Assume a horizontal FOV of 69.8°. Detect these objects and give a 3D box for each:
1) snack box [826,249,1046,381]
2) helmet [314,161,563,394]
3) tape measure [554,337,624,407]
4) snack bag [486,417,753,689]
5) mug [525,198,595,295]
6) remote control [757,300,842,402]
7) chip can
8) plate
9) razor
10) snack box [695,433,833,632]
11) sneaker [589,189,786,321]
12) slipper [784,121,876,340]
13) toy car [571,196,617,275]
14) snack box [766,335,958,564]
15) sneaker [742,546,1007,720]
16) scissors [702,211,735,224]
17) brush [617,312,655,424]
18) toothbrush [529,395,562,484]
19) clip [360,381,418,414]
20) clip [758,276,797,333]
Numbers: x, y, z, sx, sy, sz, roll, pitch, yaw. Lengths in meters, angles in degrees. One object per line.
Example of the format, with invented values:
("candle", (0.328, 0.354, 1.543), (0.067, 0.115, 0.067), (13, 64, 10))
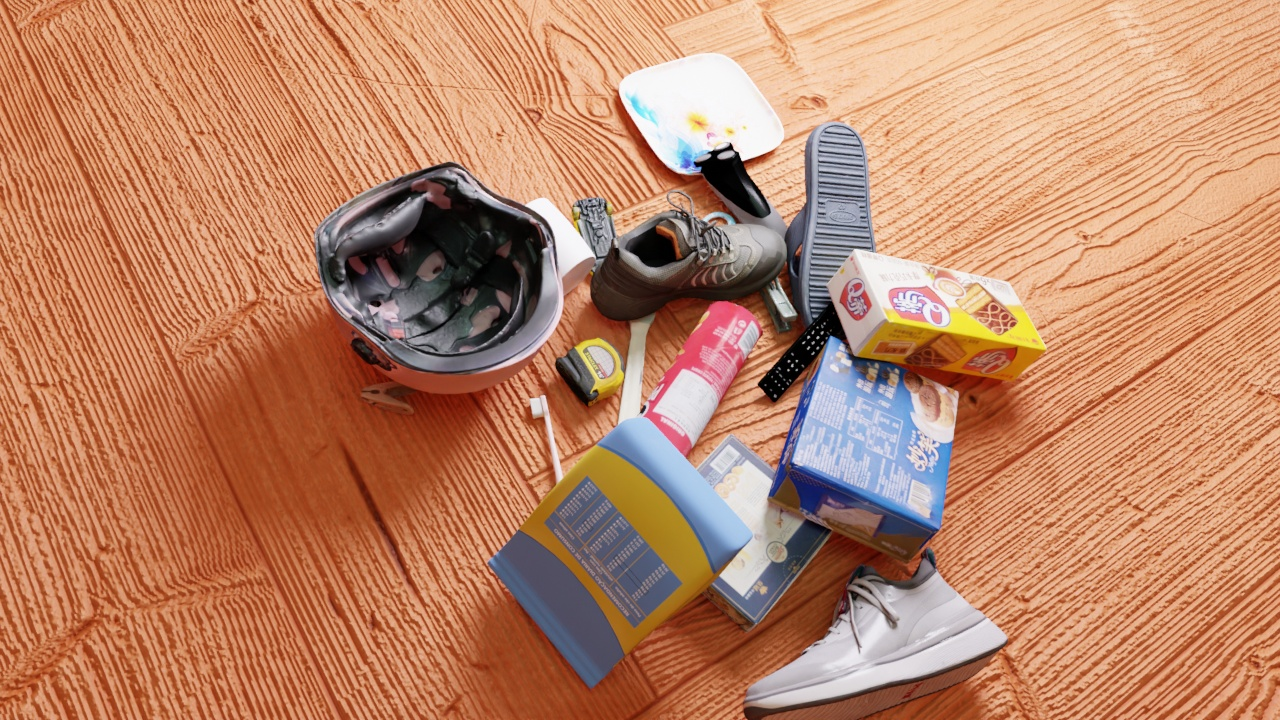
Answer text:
("snack box", (0.332, -0.048, 1.031), (0.230, 0.062, 0.110), (8, 48, -23))
("helmet", (-0.203, -0.063, 0.942), (0.255, 0.153, 0.229), (36, 55, 12))
("tape measure", (-0.049, 0.011, 0.993), (0.064, 0.037, 0.065), (-34, 72, -23))
("snack bag", (-0.024, 0.175, 0.838), (0.205, 0.102, 0.159), (-45, 77, 10))
("mug", (-0.116, -0.112, 1.037), (0.114, 0.081, 0.087), (-45, 81, 5))
("remote control", (0.187, -0.013, 1.033), (0.140, 0.009, 0.030), (-47, 106, -10))
("chip can", (0.050, 0.037, 0.976), (0.073, 0.073, 0.232), (30, 60, 8))
("plate", (0.079, -0.324, 1.213), (0.186, 0.016, 0.187), (-22, 67, -20))
("razor", (0.131, -0.199, 1.133), (0.057, 0.060, 0.156), (-34, 91, -15))
("snack box", (0.099, 0.171, 0.925), (0.145, 0.043, 0.144), (40, 62, 13))
("sneaker", (0.059, -0.135, 1.016), (0.237, 0.143, 0.101), (-16, 60, -18))
("slipper", (0.222, -0.148, 1.096), (0.101, 0.083, 0.263), (5, 83, -17))
("toy car", (-0.051, -0.145, 1.083), (0.049, 0.030, 0.106), (-10, 74, -16))
("snack box", (0.235, 0.086, 0.952), (0.155, 0.069, 0.202), (24, 45, 4))
("sneaker", (0.207, 0.263, 0.872), (0.262, 0.097, 0.128), (-15, 53, -15))
("scissors", (0.063, -0.131, 1.107), (0.140, 0.013, 0.114), (-16, 66, -20))
("brush", (-0.006, 0.006, 1.020), (0.033, 0.012, 0.217), (9, 62, -5))
("toothbrush", (-0.088, 0.117, 0.942), (0.018, 0.016, 0.181), (-12, 63, -8))
("clip", (-0.259, 0.032, 0.956), (0.060, 0.024, 0.039), (17, 60, 5))
("clip", (0.160, -0.074, 1.072), (0.023, 0.049, 0.078), (-11, 70, -17))
